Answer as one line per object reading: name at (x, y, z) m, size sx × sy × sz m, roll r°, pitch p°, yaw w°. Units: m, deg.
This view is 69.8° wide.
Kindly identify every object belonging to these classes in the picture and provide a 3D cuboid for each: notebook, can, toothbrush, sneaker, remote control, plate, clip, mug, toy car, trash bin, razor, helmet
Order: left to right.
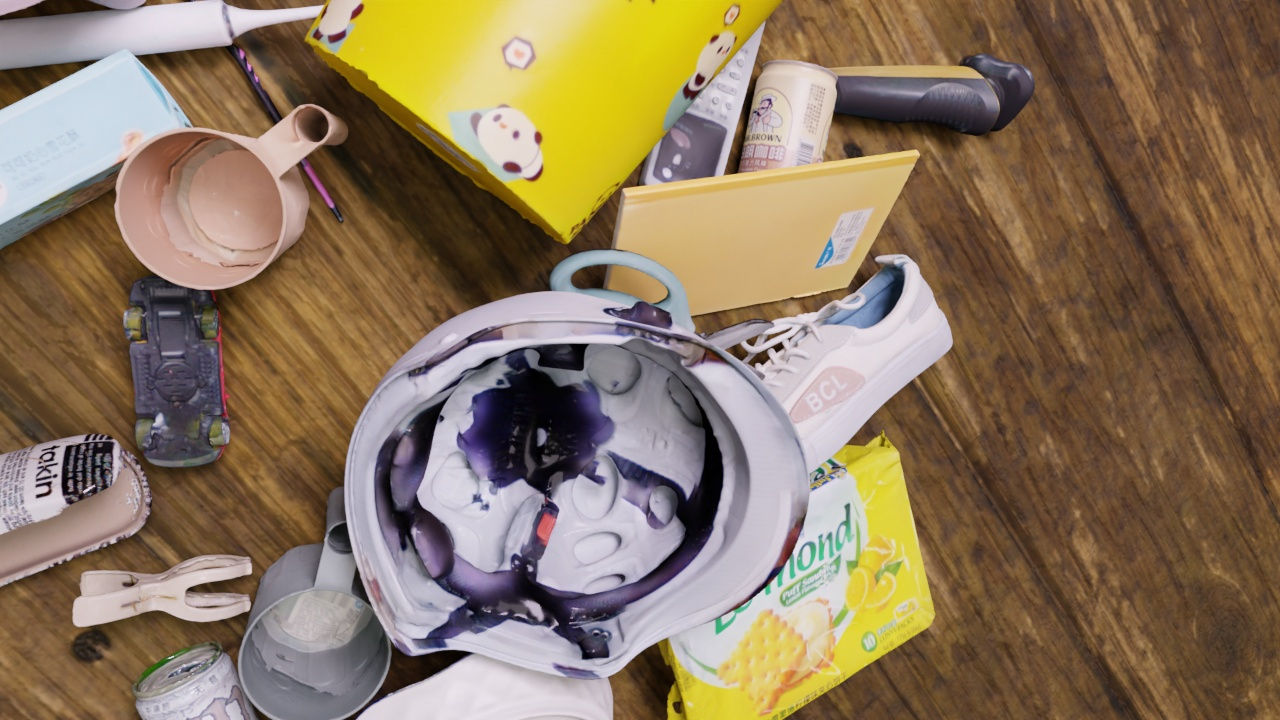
clip at (-0.294, 0.144, 0.570) m, size 0.099 × 0.066 × 0.034 m, roll 3°, pitch 96°, yaw -30°
toothbrush at (-0.271, -0.194, 0.534) m, size 0.221 × 0.026 × 0.027 m, roll -10°, pitch 94°, yaw -10°
toy car at (-0.280, 0.006, 0.560) m, size 0.053 × 0.045 × 0.120 m, roll 0°, pitch 103°, yaw -16°
can at (-0.268, 0.258, 0.588) m, size 0.058 × 0.058 × 0.147 m, roll -21°, pitch 103°, yaw -15°
mug at (-0.222, -0.102, 0.525) m, size 0.124 × 0.103 × 0.084 m, roll -39°, pitch 107°, yaw -1°
toothbrush at (-0.235, -0.170, 0.569) m, size 0.017 × 0.014 × 0.189 m, roll -32°, pitch 106°, yaw -9°
mug at (-0.197, 0.147, 0.574) m, size 0.083 × 0.103 × 0.124 m, roll 14°, pitch 91°, yaw -19°
plate at (-0.107, 0.271, 0.603) m, size 0.204 × 0.045 × 0.205 m, roll -18°, pitch 132°, yaw -21°
helmet at (-0.043, 0.060, 0.559) m, size 0.258 × 0.146 × 0.229 m, roll -1°, pitch 112°, yaw -15°
trash bin at (-0.038, -0.222, 0.526) m, size 0.229 × 0.229 × 0.255 m, roll 37°, pitch 90°, yaw -19°
remote control at (0.045, -0.185, 0.657) m, size 0.058 × 0.021 × 0.150 m, roll 14°, pitch 91°, yaw -19°
notebook at (0.075, -0.079, 0.630) m, size 0.206 × 0.146 × 0.010 m, roll -11°, pitch 60°, yaw -16°
can at (0.103, -0.150, 0.660) m, size 0.058 × 0.058 × 0.116 m, roll 10°, pitch 93°, yaw -19°
sneaker at (0.121, 0.007, 0.668) m, size 0.242 × 0.089 × 0.091 m, roll -35°, pitch 114°, yaw -14°
razor at (0.213, -0.206, 0.699) m, size 0.167 × 0.062 × 0.067 m, roll -1°, pitch 67°, yaw -13°

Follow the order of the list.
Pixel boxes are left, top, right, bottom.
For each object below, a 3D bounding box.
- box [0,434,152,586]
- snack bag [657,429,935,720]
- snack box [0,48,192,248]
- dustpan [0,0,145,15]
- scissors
box at (-0.375, 0.100, 0.536) m, size 0.162 × 0.076 × 0.087 m, roll -23°, pitch 133°, yaw -15°
snack bag at (0.107, 0.170, 0.686) m, size 0.246 × 0.068 × 0.158 m, roll -23°, pitch 106°, yaw -22°
snack box at (-0.341, -0.105, 0.510) m, size 0.174 × 0.074 × 0.051 m, roll -33°, pitch 106°, yaw -12°
dustpan at (-0.326, -0.286, 0.442) m, size 0.222 × 0.139 × 0.273 m, roll 13°, pitch 95°, yaw -7°
scissors at (-0.004, 0.004, 0.627) m, size 0.170 × 0.019 × 0.182 m, roll 24°, pitch 121°, yaw -22°
